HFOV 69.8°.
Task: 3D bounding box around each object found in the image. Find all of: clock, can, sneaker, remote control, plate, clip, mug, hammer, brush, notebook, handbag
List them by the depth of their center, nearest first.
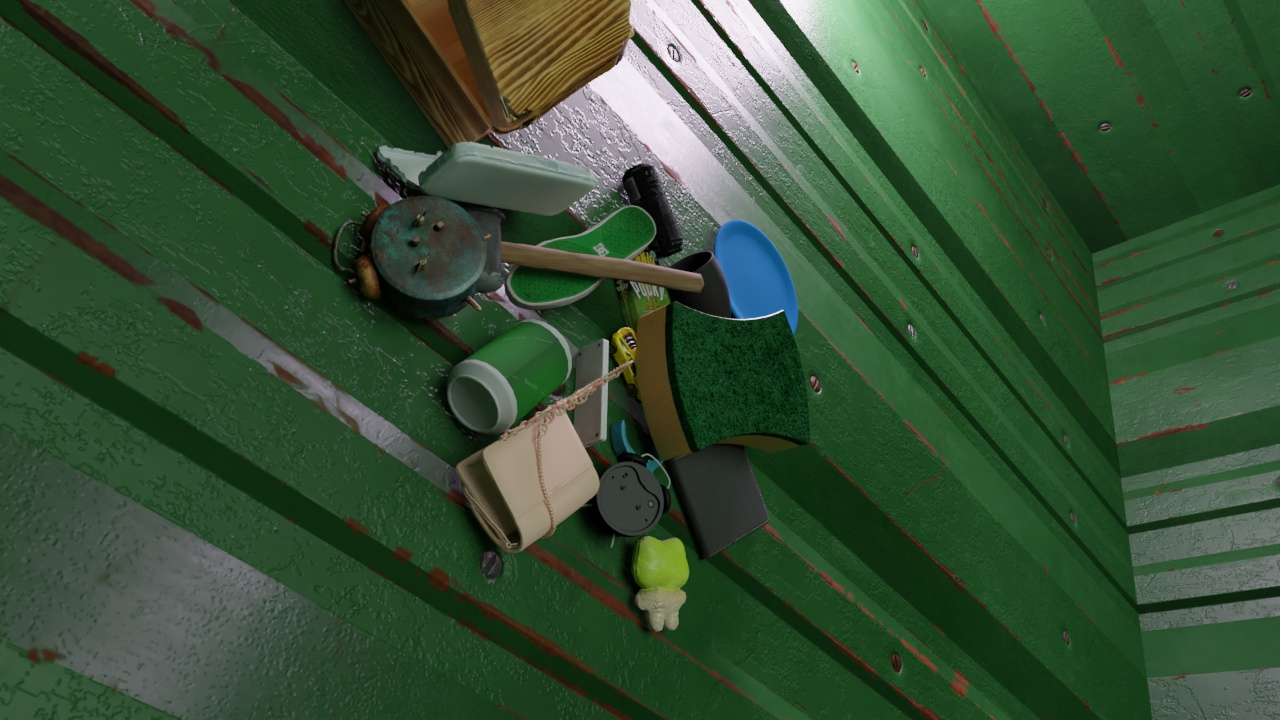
[{"bbox_3d":[-0.240,-0.112,0.963,0.157,0.073,0.121,9,66,-14],"label":"clock"},{"bbox_3d":[-0.083,0.110,0.964,0.116,0.188,0.198,59,34,1],"label":"handbag"},{"bbox_3d":[-0.144,0.017,1.020,0.088,0.088,0.139,59,39,-9],"label":"can"},{"bbox_3d":[-0.012,0.163,1.111,0.120,0.043,0.091,-40,93,-33],"label":"clock"},{"bbox_3d":[-0.072,-0.117,1.112,0.328,0.052,0.098,6,66,-23],"label":"hammer"},{"bbox_3d":[-0.061,0.041,1.134,0.011,0.050,0.135,25,54,-40],"label":"remote control"},{"bbox_3d":[-0.082,-0.120,1.182,0.234,0.079,0.084,-33,85,-34],"label":"sneaker"},{"bbox_3d":[0.003,0.131,1.187,0.119,0.033,0.121,-16,85,-55],"label":"clip"},{"bbox_3d":[0.116,0.029,1.253,0.249,0.075,0.195,1,74,-40],"label":"brush"},{"bbox_3d":[0.102,0.153,1.287,0.169,0.030,0.209,-16,88,-49],"label":"notebook"},{"bbox_3d":[0.018,-0.220,1.351,0.053,0.054,0.137,-19,87,-51],"label":"can"},{"bbox_3d":[0.089,-0.104,1.367,0.100,0.085,0.118,62,8,-22],"label":"mug"},{"bbox_3d":[0.187,-0.126,1.524,0.224,0.024,0.224,25,55,-40],"label":"plate"}]

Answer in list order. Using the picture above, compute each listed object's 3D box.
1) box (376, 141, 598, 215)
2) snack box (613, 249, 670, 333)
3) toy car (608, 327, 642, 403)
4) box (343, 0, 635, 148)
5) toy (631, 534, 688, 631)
[{"bbox_3d":[-0.175,-0.208,1.053,0.210,0.186,0.084,0,94,-50],"label":"box"},{"bbox_3d":[0.006,-0.085,1.294,0.080,0.025,0.147,-3,75,-50],"label":"snack box"},{"bbox_3d":[-0.007,0.007,1.231,0.049,0.030,0.107,-28,96,-52],"label":"toy car"},{"bbox_3d":[-0.144,-0.421,1.100,0.278,0.221,0.258,-47,111,-38],"label":"box"},{"bbox_3d":[0.025,0.273,1.125,0.092,0.046,0.115,12,70,-45],"label":"toy"}]
